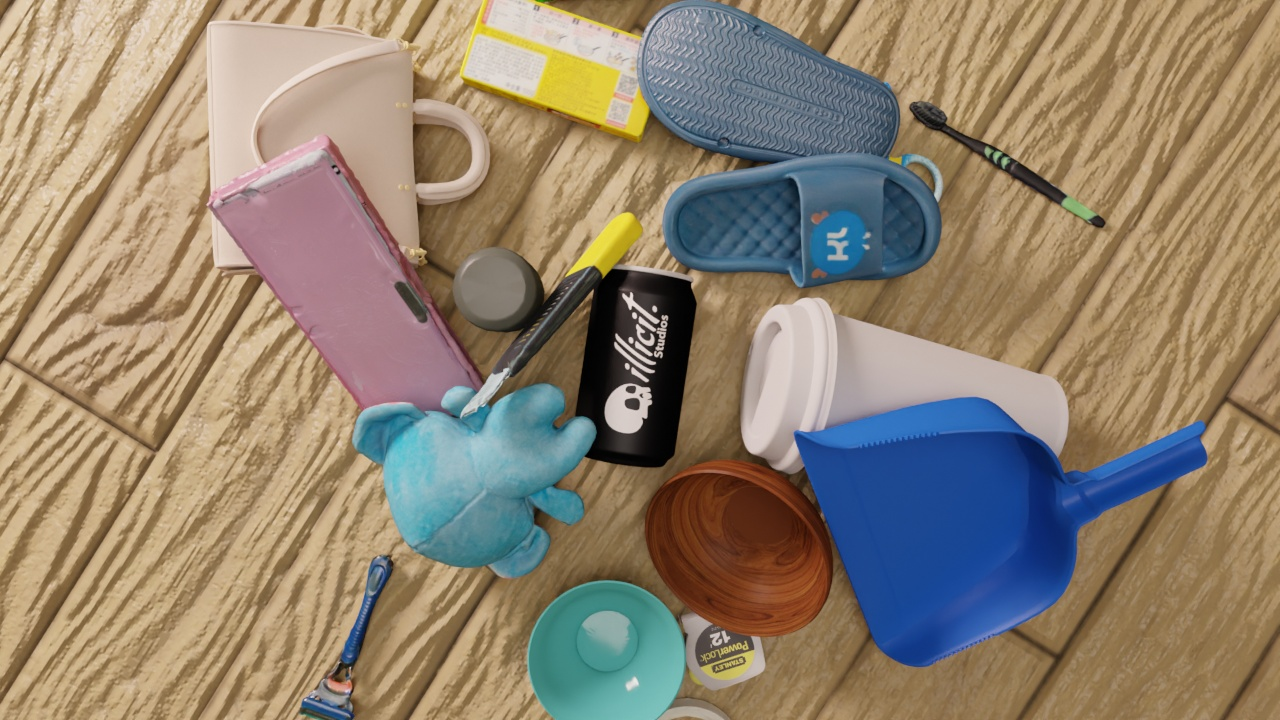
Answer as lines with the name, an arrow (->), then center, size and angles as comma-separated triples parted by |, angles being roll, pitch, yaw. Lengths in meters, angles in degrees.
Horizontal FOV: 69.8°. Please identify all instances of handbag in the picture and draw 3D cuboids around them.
handbag -> -0.215, -0.153, 0.698 | 0.197, 0.101, 0.194 | -2, 91, -13

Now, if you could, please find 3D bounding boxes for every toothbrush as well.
toothbrush -> 0.298, -0.158, 0.740 | 0.188, 0.017, 0.014 | 31, 88, -3

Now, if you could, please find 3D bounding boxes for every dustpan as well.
dustpan -> 0.267, 0.097, 0.649 | 0.257, 0.059, 0.246 | -25, 122, 1

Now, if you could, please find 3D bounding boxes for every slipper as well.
slipper -> 0.123, -0.105, 0.702 | 0.214, 0.059, 0.104 | 1, 118, 4
slipper -> 0.097, -0.202, 0.714 | 0.213, 0.059, 0.104 | 19, 100, -7

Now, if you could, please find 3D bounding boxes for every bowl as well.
bowl -> 0.083, 0.132, 0.706 | 0.147, 0.068, 0.147 | 14, 121, 24
bowl -> -0.026, 0.228, 0.725 | 0.121, 0.046, 0.121 | 0, 91, -1

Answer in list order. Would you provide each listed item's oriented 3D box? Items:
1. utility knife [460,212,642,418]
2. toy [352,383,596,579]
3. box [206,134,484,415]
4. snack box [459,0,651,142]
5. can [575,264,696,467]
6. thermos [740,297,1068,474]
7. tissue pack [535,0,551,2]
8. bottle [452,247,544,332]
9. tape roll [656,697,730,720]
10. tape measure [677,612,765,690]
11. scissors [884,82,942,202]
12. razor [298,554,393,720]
utility knife -> -0.062, -0.033, 0.654 | 0.197, 0.029, 0.020 | -51, 119, -21
toy -> -0.113, 0.075, 0.691 | 0.181, 0.114, 0.183 | -38, 105, 20
box -> -0.202, -0.040, 0.663 | 0.098, 0.041, 0.233 | -27, 125, -3
snack box -> -0.059, -0.233, 0.725 | 0.152, 0.025, 0.075 | 18, 91, -1
can -> -0.004, 0.004, 0.704 | 0.080, 0.080, 0.146 | 8, 91, -2
thermos -> 0.198, 0.032, 0.694 | 0.221, 0.131, 0.131 | 10, 91, -9
tissue pack -> -0.040, -0.335, 0.719 | 0.114, 0.034, 0.099 | -8, 89, -1
bottle -> -0.103, -0.051, 0.686 | 0.060, 0.108, 0.060 | 0, 91, -1
tape roll -> 0.037, 0.323, 0.742 | 0.094, 0.019, 0.094 | 0, 91, -1
tape measure -> 0.065, 0.229, 0.742 | 0.064, 0.017, 0.065 | -17, 92, -1
scissors -> 0.193, -0.162, 0.737 | 0.125, 0.016, 0.125 | 11, 90, -1
razor -> -0.227, 0.222, 0.736 | 0.044, 0.018, 0.141 | 21, 87, -1
